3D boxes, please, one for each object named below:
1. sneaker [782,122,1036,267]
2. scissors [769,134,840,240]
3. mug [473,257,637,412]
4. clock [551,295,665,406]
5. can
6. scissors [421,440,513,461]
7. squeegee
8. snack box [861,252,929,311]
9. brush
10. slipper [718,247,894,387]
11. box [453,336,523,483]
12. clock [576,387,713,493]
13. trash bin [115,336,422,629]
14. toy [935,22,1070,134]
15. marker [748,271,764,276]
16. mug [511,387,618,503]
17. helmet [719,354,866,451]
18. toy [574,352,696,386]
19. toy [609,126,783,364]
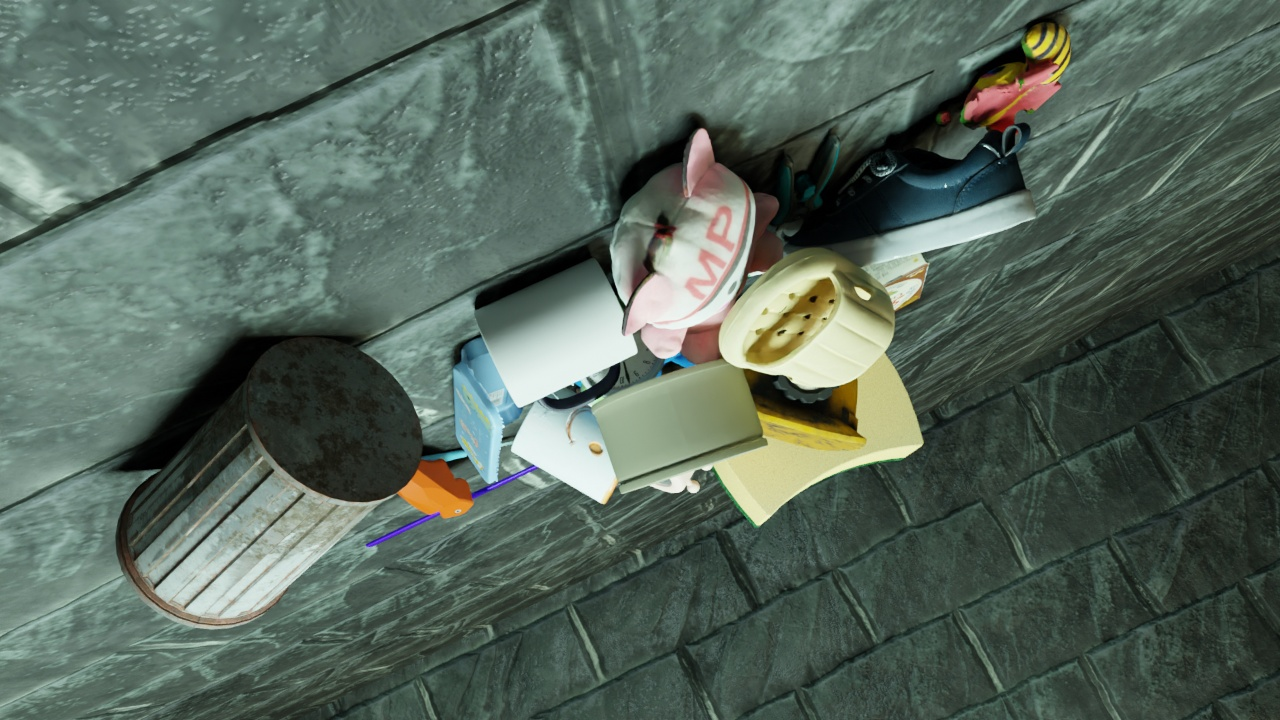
[{"bbox_3d":[0.207,-0.129,0.755,0.236,0.087,0.089,-11,-173,46],"label":"sneaker"},{"bbox_3d":[0.129,-0.134,0.726,0.130,0.019,0.150,-6,153,-48],"label":"scissors"},{"bbox_3d":[-0.058,-0.009,0.688,0.097,0.078,0.112,-25,129,-4],"label":"mug"},{"bbox_3d":[-0.026,-0.006,0.777,0.119,0.042,0.094,-38,131,4],"label":"clock"},{"bbox_3d":[0.032,0.053,0.735,0.128,0.073,0.128,-18,172,-3],"label":"can"},{"bbox_3d":[-0.186,0.098,0.975,0.119,0.015,0.139,-24,158,-5],"label":"scissors"},{"bbox_3d":[-0.212,0.125,0.923,0.250,0.055,0.185,-26,148,7],"label":"squeegee"},{"bbox_3d":[0.254,-0.073,1.060,0.143,0.041,0.147,-28,163,6],"label":"snack box"},{"bbox_3d":[0.201,0.070,1.146,0.250,0.195,0.075,-22,163,-12],"label":"brush"},{"bbox_3d":[0.149,-0.018,0.719,0.111,0.079,0.261,-45,159,21],"label":"slipper"},{"bbox_3d":[-0.124,0.049,0.808,0.072,0.079,0.211,-17,162,-18],"label":"box"},{"bbox_3d":[0.004,0.079,0.997,0.131,0.160,0.086,99,15,-70],"label":"clock"},{"bbox_3d":[-0.262,0.091,0.637,0.212,0.130,0.130,-38,160,31],"label":"trash bin"},{"bbox_3d":[0.281,-0.206,0.693,0.084,0.046,0.104,3,145,-34],"label":"toy"},{"bbox_3d":[0.123,-0.091,0.852,0.145,0.017,0.017,-14,160,-36],"label":"marker"},{"bbox_3d":[-0.060,0.079,0.890,0.082,0.105,0.082,-61,178,-4],"label":"mug"},{"bbox_3d":[0.143,0.011,0.964,0.205,0.131,0.255,15,173,-4],"label":"helmet"},{"bbox_3d":[-0.005,0.005,0.873,0.113,0.071,0.176,-23,168,34],"label":"toy"},{"bbox_3d":[0.037,-0.070,0.654,0.142,0.084,0.213,-58,164,4],"label":"toy"}]
